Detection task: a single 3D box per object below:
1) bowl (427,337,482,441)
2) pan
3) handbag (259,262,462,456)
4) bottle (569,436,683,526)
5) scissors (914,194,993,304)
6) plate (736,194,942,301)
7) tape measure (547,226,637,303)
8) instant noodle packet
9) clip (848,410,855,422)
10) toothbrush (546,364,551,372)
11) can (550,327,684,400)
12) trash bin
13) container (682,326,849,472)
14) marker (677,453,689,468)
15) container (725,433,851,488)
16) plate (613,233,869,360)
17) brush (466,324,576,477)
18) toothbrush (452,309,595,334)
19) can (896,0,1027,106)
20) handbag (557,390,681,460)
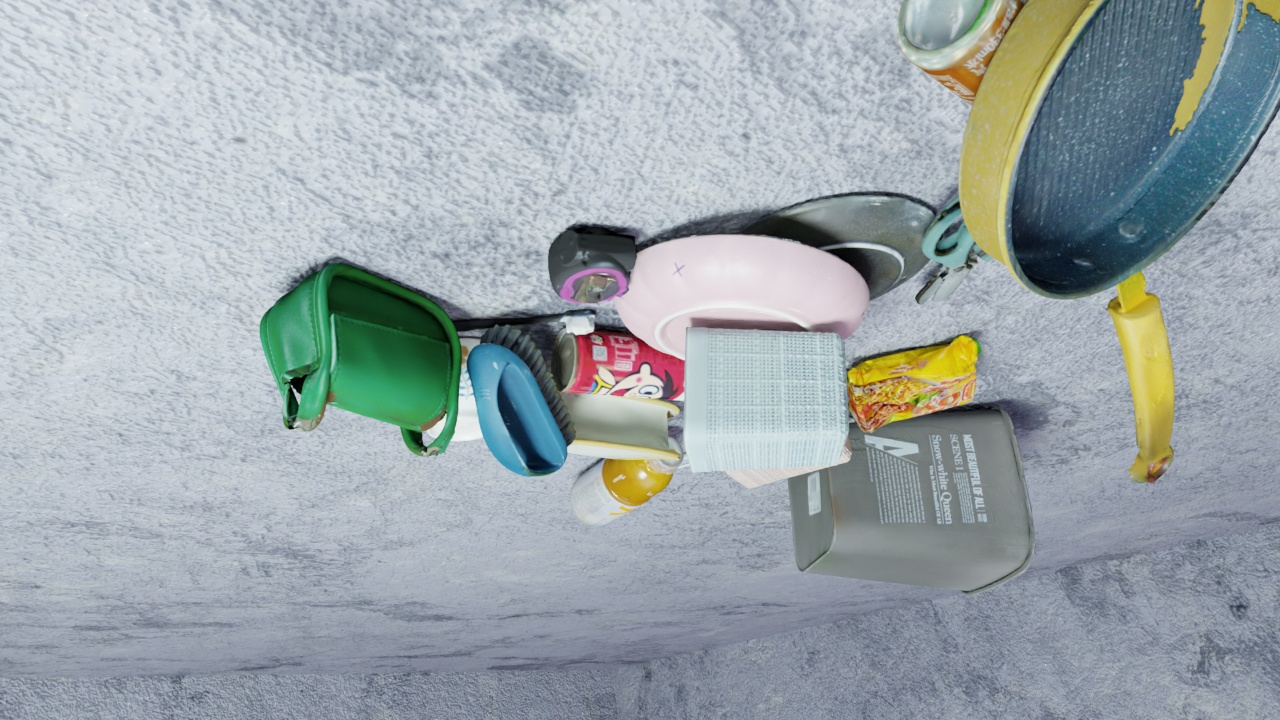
[{"bbox_3d":[-0.155,0.031,0.781,0.113,0.062,0.114,-5,155,-2],"label":"bowl"},{"bbox_3d":[0.273,-0.061,0.499,0.197,0.078,0.358,-30,135,-10],"label":"pan"},{"bbox_3d":[-0.191,0.003,0.636,0.068,0.120,0.131,-28,148,27],"label":"handbag"},{"bbox_3d":[-0.015,0.135,1.046,0.068,0.068,0.190,7,152,-30],"label":"bottle"},{"bbox_3d":[0.260,-0.087,0.676,0.143,0.019,0.180,-16,156,-6],"label":"scissors"},{"bbox_3d":[0.139,-0.067,0.693,0.179,0.024,0.180,-6,156,-3],"label":"plate"},{"bbox_3d":[-0.034,-0.063,0.629,0.057,0.039,0.058,3,154,-23],"label":"tape measure"},{"bbox_3d":[0.268,0.025,0.900,0.128,0.044,0.111,-17,150,7],"label":"instant noodle packet"},{"bbox_3d":[0.220,0.060,0.998,0.057,0.032,0.025,1,178,-2],"label":"clip"},{"bbox_3d":[0.007,0.012,0.825,0.224,0.027,0.026,3,-164,-22],"label":"toothbrush"},{"bbox_3d":[-0.005,0.005,0.773,0.132,0.053,0.053,5,153,-26],"label":"can"},{"bbox_3d":[0.301,0.161,1.067,0.219,0.198,0.199,3,154,-7],"label":"trash bin"},{"bbox_3d":[0.090,0.029,0.660,0.111,0.090,0.090,-1,158,8],"label":"container"},{"bbox_3d":[0.091,0.107,1.078,0.145,0.017,0.017,-17,154,21],"label":"marker"},{"bbox_3d":[0.142,0.066,0.906,0.111,0.090,0.090,-15,155,21],"label":"container"},{"bbox_3d":[0.072,-0.032,0.683,0.192,0.039,0.193,5,159,2],"label":"plate"},{"bbox_3d":[-0.097,0.043,0.725,0.055,0.073,0.144,2,136,23],"label":"brush"},{"bbox_3d":[-0.125,-0.026,0.718,0.181,0.018,0.016,-3,152,-7],"label":"toothbrush"},{"bbox_3d":[0.195,-0.153,0.474,0.147,0.057,0.058,14,148,-40],"label":"can"},{"bbox_3d":[-0.068,0.065,0.904,0.163,0.063,0.179,13,164,-38],"label":"handbag"}]
